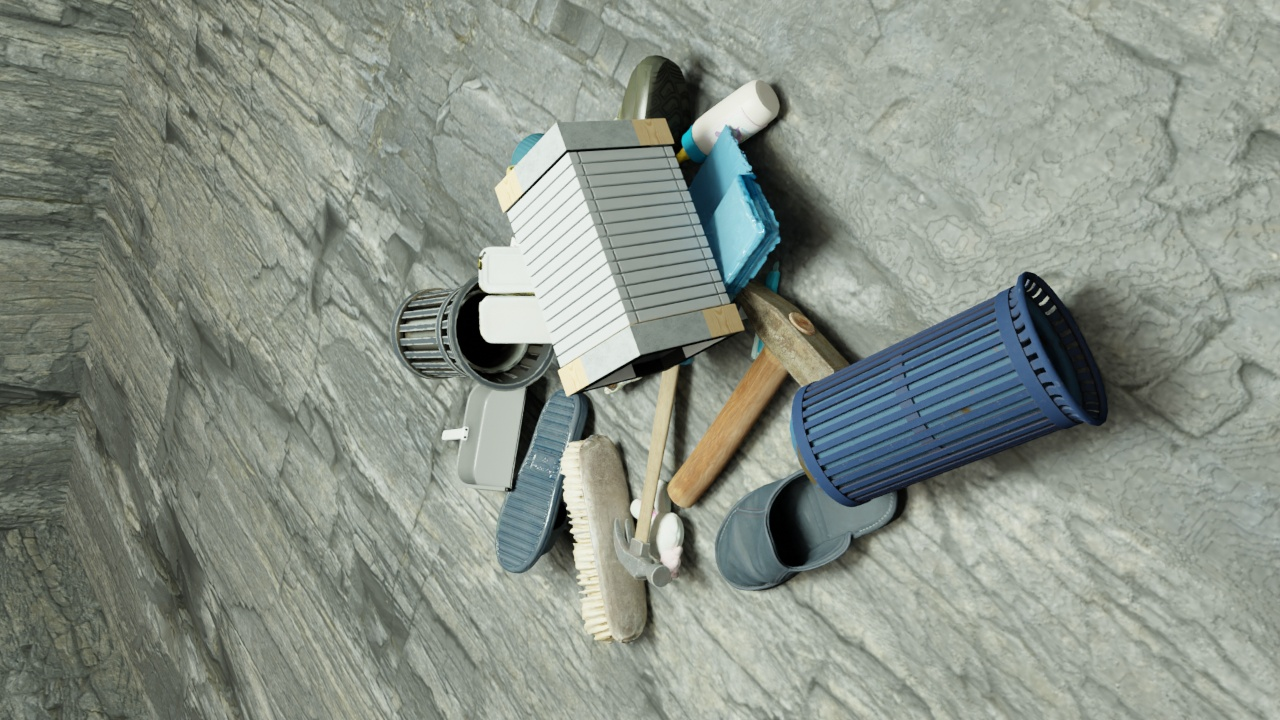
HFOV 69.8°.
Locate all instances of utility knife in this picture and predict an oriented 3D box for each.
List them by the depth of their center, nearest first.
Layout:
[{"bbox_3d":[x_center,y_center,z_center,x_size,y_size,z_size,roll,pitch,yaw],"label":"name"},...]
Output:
[{"bbox_3d":[0.144,-0.055,1.041,0.022,0.015,0.117,31,114,56],"label":"utility knife"}]

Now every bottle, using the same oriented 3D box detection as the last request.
[{"bbox_3d":[0.091,-0.264,1.050,0.147,0.051,0.051,-27,75,41],"label":"bottle"}]

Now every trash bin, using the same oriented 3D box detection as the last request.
[{"bbox_3d":[0.266,0.038,0.834,0.250,0.139,0.139,-30,73,36],"label":"trash bin"},{"bbox_3d":[-0.026,-0.112,0.982,0.143,0.142,0.247,-29,78,51],"label":"trash bin"},{"bbox_3d":[-0.248,-0.041,1.308,0.228,0.164,0.164,0,93,52],"label":"trash bin"}]

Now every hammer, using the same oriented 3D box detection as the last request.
[{"bbox_3d":[0.105,0.062,1.056,0.158,0.037,0.302,53,131,29],"label":"hammer"},{"bbox_3d":[0.020,0.102,1.127,0.119,0.030,0.331,10,92,61],"label":"hammer"}]

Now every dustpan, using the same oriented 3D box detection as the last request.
[{"bbox_3d":[-0.243,0.111,1.377,0.258,0.033,0.163,-12,68,60],"label":"dustpan"}]

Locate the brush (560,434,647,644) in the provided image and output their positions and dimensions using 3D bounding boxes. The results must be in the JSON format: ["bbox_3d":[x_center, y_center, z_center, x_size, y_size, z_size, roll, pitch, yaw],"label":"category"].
[{"bbox_3d":[-0.046,0.233,1.199,0.057,0.083,0.271,-15,84,42],"label":"brush"}]

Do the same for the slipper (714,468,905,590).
[{"bbox_3d":[0.159,0.181,1.001,0.266,0.083,0.109,-37,70,41],"label":"slipper"}]

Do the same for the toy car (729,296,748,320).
[{"bbox_3d":[0.098,-0.072,1.075,0.090,0.027,0.039,18,104,41],"label":"toy car"}]

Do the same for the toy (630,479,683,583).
[{"bbox_3d":[0.029,0.218,1.154,0.076,0.037,0.125,-53,45,38],"label":"toy"}]

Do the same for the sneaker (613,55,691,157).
[{"bbox_3d":[-0.025,-0.262,1.129,0.143,0.100,0.238,29,119,31],"label":"sneaker"}]

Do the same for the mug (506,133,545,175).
[{"bbox_3d":[-0.123,-0.247,1.212,0.107,0.113,0.083,37,130,38],"label":"mug"}]

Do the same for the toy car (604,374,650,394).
[{"bbox_3d":[-0.007,0.007,1.172,0.040,0.048,0.113,39,132,-11],"label":"toy car"}]

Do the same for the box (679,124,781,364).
[{"bbox_3d":[0.069,-0.127,1.045,0.232,0.033,0.174,122,143,-45],"label":"box"}]

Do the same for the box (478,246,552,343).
[{"bbox_3d":[-0.104,-0.084,1.181,0.209,0.034,0.129,0,98,0],"label":"box"}]

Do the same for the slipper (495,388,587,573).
[{"bbox_3d":[-0.117,0.172,1.272,0.101,0.082,0.263,15,84,46],"label":"slipper"}]

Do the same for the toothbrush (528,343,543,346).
[{"bbox_3d":[-0.113,-0.020,1.288,0.167,0.016,0.016,10,99,43],"label":"toothbrush"}]

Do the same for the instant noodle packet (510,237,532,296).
[{"bbox_3d":[-0.149,-0.118,1.306,0.134,0.026,0.087,23,109,40],"label":"instant noodle packet"}]
